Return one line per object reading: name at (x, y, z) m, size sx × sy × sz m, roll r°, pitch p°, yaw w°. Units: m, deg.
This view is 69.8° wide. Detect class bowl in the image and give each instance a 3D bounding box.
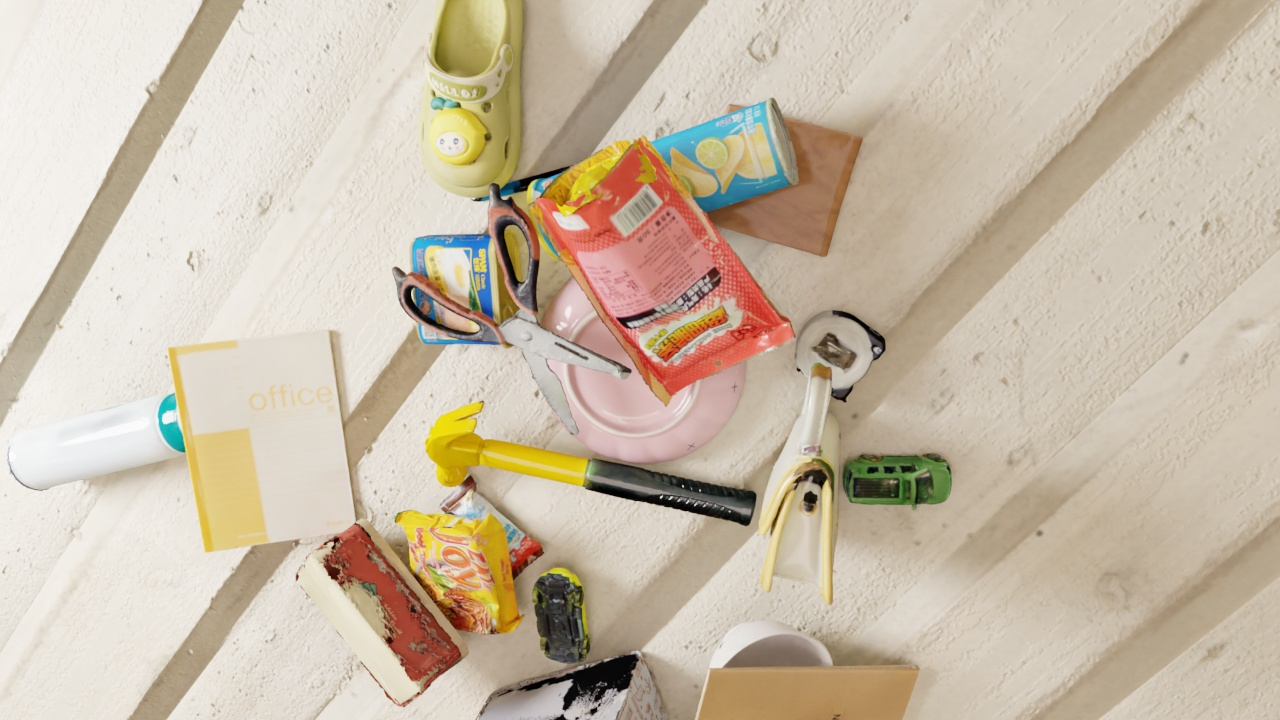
bowl at (0.106, 0.276, 0.827) m, size 0.118 × 0.064 × 0.118 m, roll -5°, pitch 111°, yaw -15°

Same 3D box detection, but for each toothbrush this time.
toothbrush at (-0.062, -0.162, 0.791) m, size 0.190 × 0.016 × 0.014 m, roll -10°, pitch 90°, yaw 15°

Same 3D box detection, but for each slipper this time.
slipper at (-0.148, -0.232, 0.760) m, size 0.092 × 0.081 × 0.191 m, roll 11°, pitch 103°, yaw 12°

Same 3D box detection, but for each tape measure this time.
tape measure at (0.163, -0.008, 0.771) m, size 0.066 × 0.033 × 0.066 m, roll 34°, pitch 106°, yaw 2°

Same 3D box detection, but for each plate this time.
plate at (-0.005, 0.005, 0.806) m, size 0.192 × 0.039 × 0.192 m, roll 3°, pitch 104°, yaw 11°

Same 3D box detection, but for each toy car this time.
toy car at (-0.075, 0.246, 0.884) m, size 0.048 × 0.032 × 0.105 m, roll 1°, pitch 115°, yaw 12°
toy car at (0.220, 0.105, 0.786) m, size 0.091 × 0.036 × 0.043 m, roll -3°, pitch 101°, yaw 9°

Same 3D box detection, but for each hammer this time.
hammer at (-0.046, 0.102, 0.823) m, size 0.301 × 0.032 × 0.129 m, roll 12°, pitch 147°, yaw 1°

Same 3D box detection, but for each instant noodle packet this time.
instant noodle packet at (-0.172, 0.200, 0.871) m, size 0.111 × 0.044 × 0.128 m, roll 1°, pitch 114°, yaw 23°

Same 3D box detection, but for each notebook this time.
notebook at (0.140, 0.335, 0.819) m, size 0.207 × 0.008 × 0.148 m, roll 6°, pitch 108°, yaw -18°
notebook at (-0.360, 0.078, 0.884) m, size 0.145 × 0.010 × 0.206 m, roll -6°, pitch 103°, yaw -14°

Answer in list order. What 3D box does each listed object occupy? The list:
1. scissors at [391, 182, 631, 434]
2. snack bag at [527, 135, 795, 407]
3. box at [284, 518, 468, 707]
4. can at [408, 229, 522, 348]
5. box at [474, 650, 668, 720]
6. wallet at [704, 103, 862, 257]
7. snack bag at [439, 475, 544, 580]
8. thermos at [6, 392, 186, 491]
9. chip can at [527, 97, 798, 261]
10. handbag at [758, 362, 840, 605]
scissors at (-0.110, -0.035, 0.767) m, size 0.189 × 0.015 × 0.225 m, roll -10°, pitch 105°, yaw 21°
snack bag at (0.016, -0.065, 0.713) m, size 0.129 × 0.073 × 0.208 m, roll -29°, pitch 117°, yaw 20°
box at (-0.253, 0.245, 0.872) m, size 0.168 × 0.078 × 0.092 m, roll 49°, pitch 137°, yaw 5°
can at (-0.153, -0.063, 0.813) m, size 0.083 × 0.057 × 0.102 m, roll 1°, pitch 104°, yaw 14°
box at (-0.054, 0.397, 0.856) m, size 0.182 × 0.150 × 0.166 m, roll -21°, pitch 100°, yaw 16°
wallet at (0.113, -0.148, 0.756) m, size 0.115 × 0.020 × 0.101 m, roll 17°, pitch 105°, yaw 10°
snack bag at (-0.143, 0.161, 0.881) m, size 0.048 × 0.026 × 0.104 m, roll -44°, pitch 91°, yaw 9°
thermos at (-0.519, 0.074, 0.920) m, size 0.224 × 0.073 × 0.073 m, roll -13°, pitch 100°, yaw 14°
chip can at (0.016, -0.144, 0.740) m, size 0.211 × 0.071 × 0.071 m, roll -15°, pitch 100°, yaw 20°
handbag at (0.131, 0.084, 0.733) m, size 0.063 × 0.163 × 0.179 m, roll 4°, pitch 102°, yaw 12°
